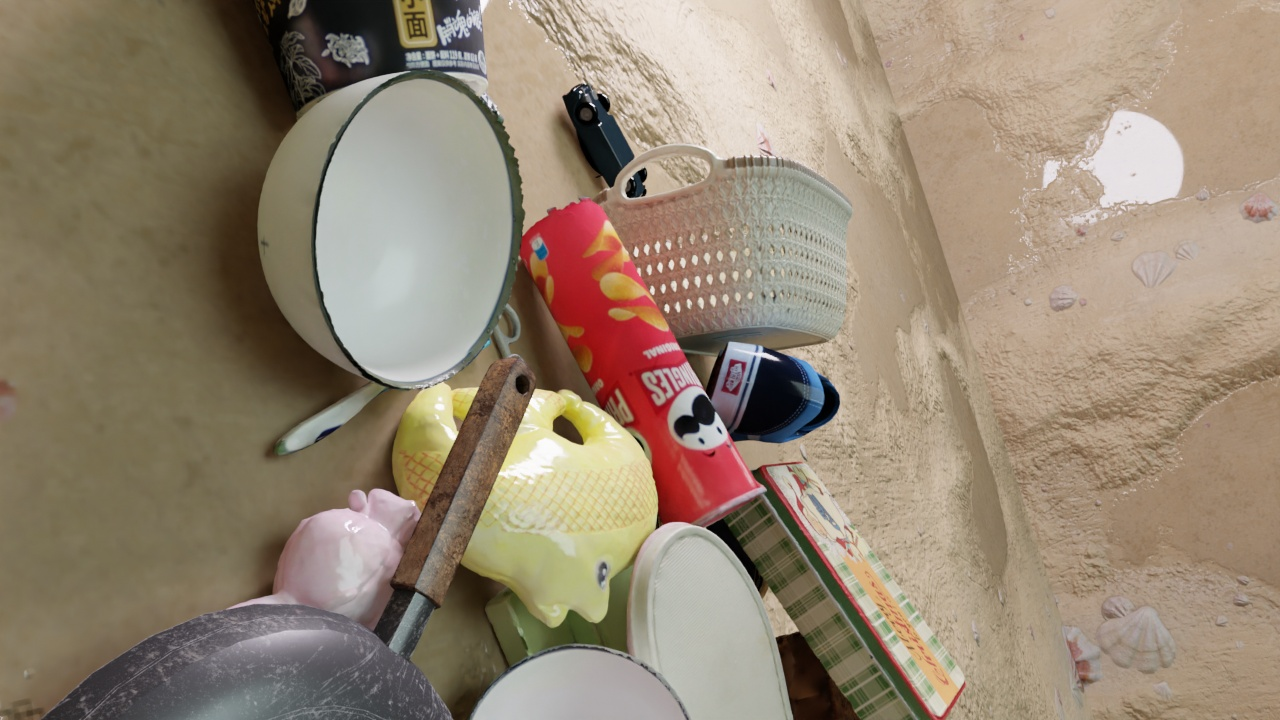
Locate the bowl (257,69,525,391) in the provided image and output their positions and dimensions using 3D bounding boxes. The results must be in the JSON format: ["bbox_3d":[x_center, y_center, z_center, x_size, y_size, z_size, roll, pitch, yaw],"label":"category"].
[{"bbox_3d":[-0.130,-0.066,0.459,0.153,0.073,0.153,-36,131,-56],"label":"bowl"}]

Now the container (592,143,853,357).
[{"bbox_3d":[0.079,-0.084,0.783,0.245,0.185,0.142,7,76,-59],"label":"container"}]

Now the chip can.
[{"bbox_3d":[-0.004,0.004,0.622,0.073,0.073,0.233,-4,62,-62],"label":"chip can"}]

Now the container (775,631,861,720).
[{"bbox_3d":[0.130,0.303,0.679,0.112,0.114,0.198,30,45,-45],"label":"container"}]

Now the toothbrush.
[{"bbox_3d":[-0.131,0.013,0.498,0.017,0.016,0.188,62,27,-8],"label":"toothbrush"}]

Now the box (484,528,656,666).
[{"bbox_3d":[-0.012,0.201,0.563,0.140,0.044,0.187,-28,97,-41],"label":"box"}]

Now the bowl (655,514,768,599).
[{"bbox_3d":[0.047,0.133,0.695,0.112,0.061,0.112,40,39,-44],"label":"bowl"}]

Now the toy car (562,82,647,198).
[{"bbox_3d":[-0.031,-0.185,0.795,0.112,0.034,0.046,60,28,-17],"label":"toy car"}]

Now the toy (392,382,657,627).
[{"bbox_3d":[-0.055,0.075,0.518,0.170,0.065,0.154,7,47,-40],"label":"toy"}]

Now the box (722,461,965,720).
[{"bbox_3d":[0.146,0.166,0.659,0.205,0.050,0.117,57,24,20],"label":"box"}]

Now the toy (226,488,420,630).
[{"bbox_3d":[-0.136,0.102,0.398,0.063,0.047,0.109,57,38,-17],"label":"toy"}]

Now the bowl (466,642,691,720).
[{"bbox_3d":[-0.031,0.208,0.456,0.116,0.116,0.066,-78,174,-46],"label":"bowl"}]

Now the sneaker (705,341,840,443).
[{"bbox_3d":[0.100,0.038,0.734,0.241,0.098,0.083,79,28,-85],"label":"sneaker"}]

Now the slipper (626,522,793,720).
[{"bbox_3d":[0.049,0.227,0.547,0.113,0.055,0.274,-26,99,-46],"label":"slipper"}]

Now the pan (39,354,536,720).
[{"bbox_3d":[-0.106,0.131,0.363,0.207,0.040,0.355,51,46,-35],"label":"pan"}]

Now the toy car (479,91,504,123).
[{"bbox_3d":[-0.120,-0.150,0.603,0.042,0.036,0.091,46,35,-39],"label":"toy car"}]

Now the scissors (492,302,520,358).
[{"bbox_3d":[-0.093,-0.072,0.628,0.095,0.014,0.170,50,36,-31],"label":"scissors"}]

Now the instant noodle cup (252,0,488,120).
[{"bbox_3d":[-0.144,-0.191,0.495,0.137,0.137,0.112,-24,102,-63],"label":"instant noodle cup"}]
